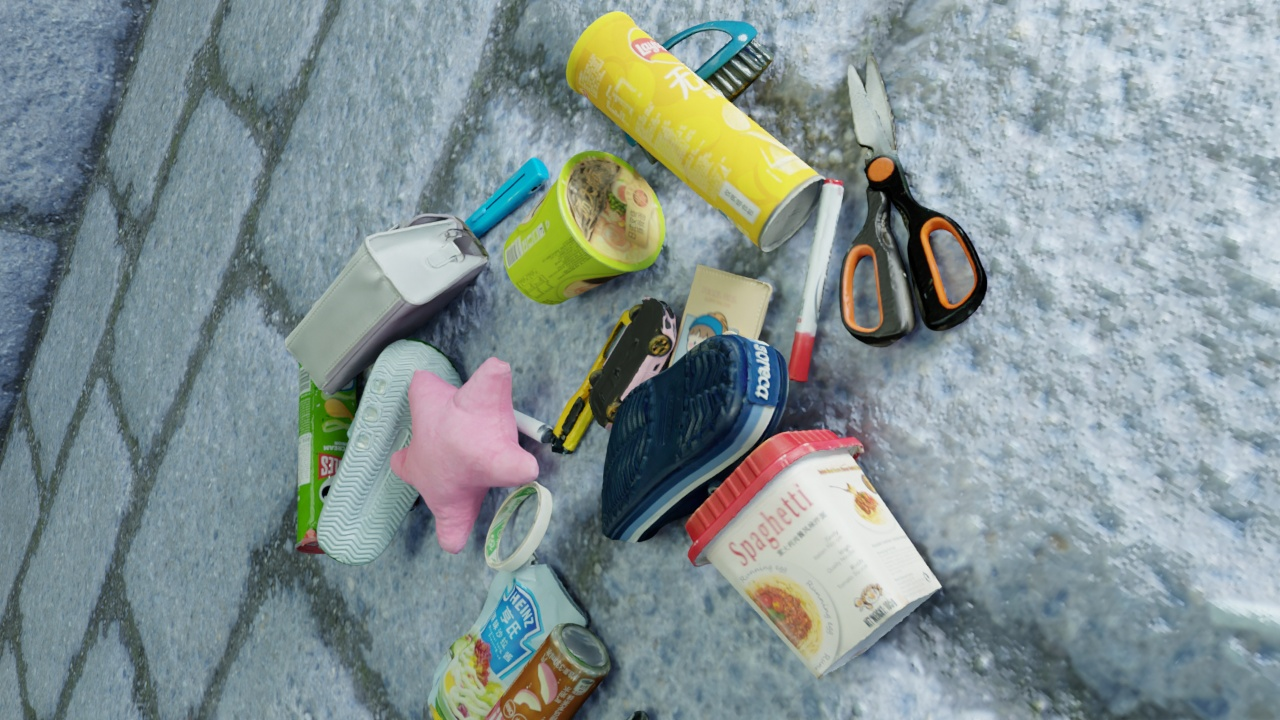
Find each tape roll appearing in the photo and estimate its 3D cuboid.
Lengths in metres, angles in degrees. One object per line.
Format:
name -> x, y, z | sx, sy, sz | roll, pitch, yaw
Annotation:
tape roll -> -0.112, 0.152, 0.841 | 0.086, 0.014, 0.085 | -39, 31, 29

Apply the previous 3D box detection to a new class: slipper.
slipper -> 0.043, 0.059, 0.668 | 0.254, 0.095, 0.105 | 129, 152, -54
slipper -> -0.266, 0.097, 0.974 | 0.245, 0.104, 0.074 | -67, 16, -2

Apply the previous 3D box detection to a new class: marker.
marker -> -0.126, 0.054, 0.900 | 0.131, 0.018, 0.022 | 19, 85, 46
marker -> 0.125, -0.056, 0.658 | 0.017, 0.017, 0.145 | 18, 102, 46

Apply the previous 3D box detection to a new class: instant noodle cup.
instant noodle cup -> 0.113, 0.122, 0.585 | 0.117, 0.116, 0.124 | -50, 62, 25
instant noodle cup -> -0.058, -0.107, 0.815 | 0.124, 0.111, 0.111 | -28, 61, 47

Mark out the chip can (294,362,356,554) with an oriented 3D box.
chip can -> -0.375, 0.108, 1.097 | 0.072, 0.072, 0.235 | -26, 62, 38

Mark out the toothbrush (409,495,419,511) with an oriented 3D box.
toothbrush -> -0.279, 0.090, 1.047 | 0.017, 0.016, 0.187 | -52, 49, 36

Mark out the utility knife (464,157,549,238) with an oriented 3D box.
utility knife -> -0.175, -0.151, 0.999 | 0.226, 0.018, 0.034 | -31, 60, 38

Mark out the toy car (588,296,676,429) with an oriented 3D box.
toy car -> -0.005, 0.005, 0.772 | 0.123, 0.037, 0.056 | -58, 39, 24

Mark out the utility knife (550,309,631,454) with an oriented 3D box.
utility knife -> -0.042, 0.022, 0.824 | 0.033, 0.015, 0.157 | 43, 111, 39

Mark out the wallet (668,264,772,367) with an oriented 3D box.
wallet -> 0.062, -0.012, 0.723 | 0.087, 0.024, 0.115 | 24, 100, 47

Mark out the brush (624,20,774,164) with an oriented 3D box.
brush -> 0.038, -0.228, 0.758 | 0.144, 0.073, 0.055 | -35, 15, 34

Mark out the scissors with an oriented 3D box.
scissors -> 0.186, -0.121, 0.634 | 0.153, 0.021, 0.234 | 7, 79, 38

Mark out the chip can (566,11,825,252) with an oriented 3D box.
chip can -> 0.039, -0.175, 0.695 | 0.213, 0.072, 0.072 | 44, 113, 17

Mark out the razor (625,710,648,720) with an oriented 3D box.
razor -> -0.040, 0.316, 0.746 | 0.143, 0.022, 0.042 | -40, 19, 31

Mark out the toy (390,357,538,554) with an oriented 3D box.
toy -> -0.175, 0.071, 0.882 | 0.195, 0.074, 0.178 | -47, 67, 29

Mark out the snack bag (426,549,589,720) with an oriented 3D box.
snack bag -> -0.126, 0.265, 0.836 | 0.191, 0.038, 0.110 | -56, 42, 15

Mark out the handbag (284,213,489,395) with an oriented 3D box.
handbag -> -0.274, -0.066, 0.988 | 0.198, 0.144, 0.098 | -36, 89, 36

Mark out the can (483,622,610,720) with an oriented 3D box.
can -> -0.087, 0.289, 0.765 | 0.147, 0.057, 0.058 | -54, 48, 15
